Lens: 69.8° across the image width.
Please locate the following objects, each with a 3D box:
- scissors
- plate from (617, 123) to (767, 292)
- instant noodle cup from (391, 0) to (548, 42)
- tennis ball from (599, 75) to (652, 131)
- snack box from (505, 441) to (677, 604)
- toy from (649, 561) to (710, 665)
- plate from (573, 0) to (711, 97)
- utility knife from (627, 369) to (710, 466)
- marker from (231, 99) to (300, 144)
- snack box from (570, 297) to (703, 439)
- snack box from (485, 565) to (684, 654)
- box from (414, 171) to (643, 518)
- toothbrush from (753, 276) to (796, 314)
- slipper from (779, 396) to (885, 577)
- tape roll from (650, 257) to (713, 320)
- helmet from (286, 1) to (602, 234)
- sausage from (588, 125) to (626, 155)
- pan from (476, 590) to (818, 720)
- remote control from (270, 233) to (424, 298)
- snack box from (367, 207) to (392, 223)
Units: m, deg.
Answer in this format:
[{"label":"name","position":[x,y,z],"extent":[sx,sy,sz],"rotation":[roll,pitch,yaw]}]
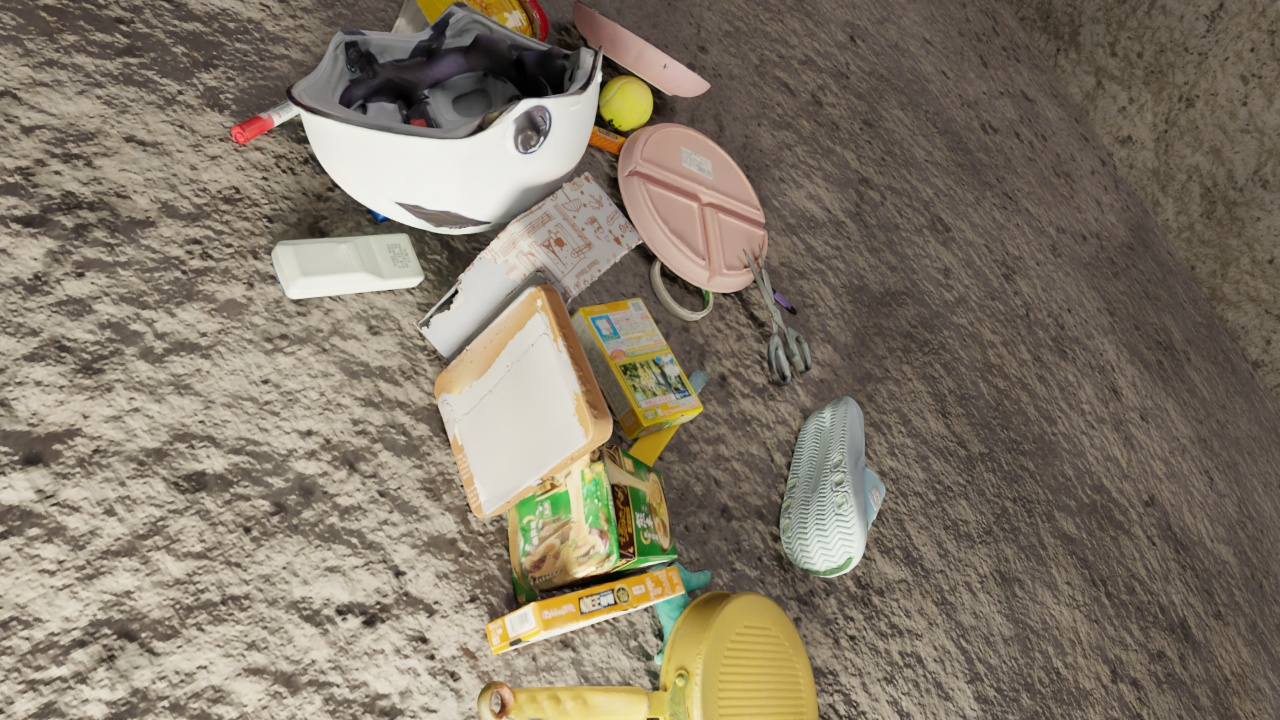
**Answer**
[{"label":"scissors","position":[0.165,-0.052,1.110],"extent":[0.164,0.014,0.163],"rotation":[30,59,-38]},{"label":"plate","position":[0.071,-0.189,1.103],"extent":[0.229,0.028,0.229],"rotation":[21,54,-32]},{"label":"instant noodle cup","position":[-0.180,-0.340,0.948],"extent":[0.123,0.116,0.116],"rotation":[-33,88,-37]},{"label":"tennis ball","position":[-0.017,-0.308,1.099],"extent":[0.065,0.066,0.065],"rotation":[22,51,-31]},{"label":"snack box","position":[-0.034,0.139,0.775],"extent":[0.105,0.118,0.117],"rotation":[19,52,-45]},{"label":"toy","position":[0.037,0.224,0.837],"extent":[0.096,0.030,0.092],"rotation":[-2,69,-46]},{"label":"plate","position":[-0.004,-0.373,1.124],"extent":[0.192,0.039,0.192],"rotation":[29,15,-9]},{"label":"utility knife","position":[0.022,0.072,0.929],"extent":[0.033,0.015,0.222],"rotation":[47,43,-6]},{"label":"marker","position":[-0.309,-0.229,0.824],"extent":[0.017,0.017,0.144],"rotation":[46,43,-9]},{"label":"snack box","position":[-0.005,0.005,0.923],"extent":[0.086,0.034,0.140],"rotation":[-14,66,-43]},{"label":"snack box","position":[-0.042,0.201,0.745],"extent":[0.153,0.075,0.026],"rotation":[-3,68,-43]},{"label":"box","position":[-0.099,-0.022,0.760],"extent":[0.136,0.180,0.268],"rotation":[26,48,-28]},{"label":"toothbrush","position":[0.134,-0.117,1.152],"extent":[0.189,0.017,0.014],"rotation":[39,55,-19]},{"label":"slipper","position":[0.214,0.139,1.002],"extent":[0.074,0.104,0.244],"rotation":[40,38,-19]},{"label":"tape roll","position":[0.048,-0.086,1.055],"extent":[0.085,0.014,0.085],"rotation":[22,52,-31]},{"label":"helmet","position":[-0.157,-0.189,0.779],"extent":[0.229,0.146,0.257],"rotation":[23,45,25]},{"label":"sausage","position":[-0.054,-0.262,1.070],"extent":[0.165,0.022,0.021],"rotation":[13,56,-37]},{"label":"pan","position":[0.026,0.281,0.748],"extent":[0.357,0.078,0.197],"rotation":[24,57,-46]},{"label":"remote control","position":[-0.247,-0.082,0.781],"extent":[0.124,0.024,0.049],"rotation":[-12,74,-46]},{"label":"snack box","position":[-0.209,-0.189,0.879],"extent":[0.156,0.026,0.084],"rotation":[-30,86,-48]}]
